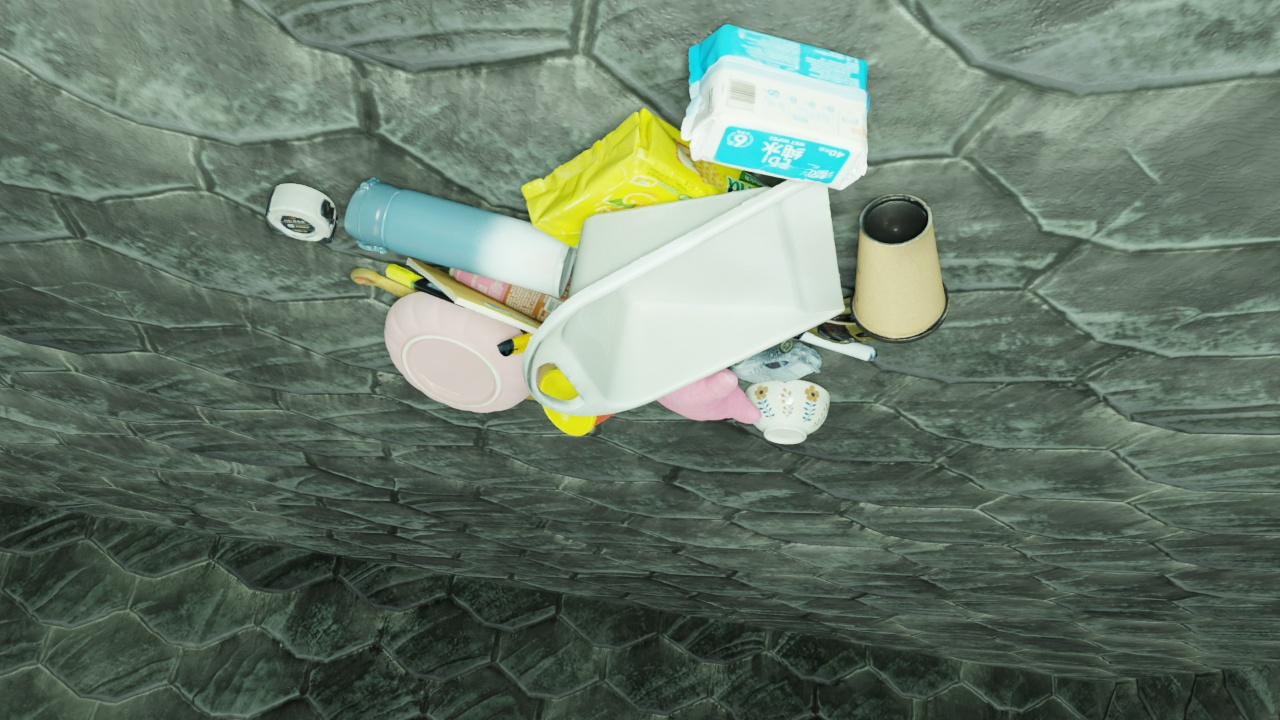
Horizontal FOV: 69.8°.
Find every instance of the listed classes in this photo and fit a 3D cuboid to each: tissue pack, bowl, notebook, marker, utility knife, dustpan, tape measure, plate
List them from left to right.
[{"bbox_3d":[-0.344,-0.149,0.931,0.065,0.033,0.066,10,157,-10],"label":"tape measure"},{"bbox_3d":[-0.235,-0.082,1.011,0.124,0.018,0.015,23,129,28],"label":"marker"},{"bbox_3d":[-0.215,0.001,1.075,0.192,0.038,0.193,11,139,10],"label":"plate"},{"bbox_3d":[-0.158,-0.060,0.967,0.145,0.010,0.206,23,-176,-31],"label":"notebook"},{"bbox_3d":[-0.081,-0.031,1.037,0.173,0.015,0.033,-16,162,-25],"label":"utility knife"},{"bbox_3d":[0.035,-0.031,0.790,0.258,0.142,0.223,0,155,17],"label":"dustpan"},{"bbox_3d":[0.100,-0.181,0.666,0.140,0.089,0.063,11,155,-7],"label":"tissue pack"},{"bbox_3d":[0.194,0.073,1.220,0.113,0.062,0.114,6,154,3],"label":"bowl"},{"bbox_3d":[0.215,-0.023,1.057,0.130,0.018,0.023,15,173,-15],"label":"marker"}]

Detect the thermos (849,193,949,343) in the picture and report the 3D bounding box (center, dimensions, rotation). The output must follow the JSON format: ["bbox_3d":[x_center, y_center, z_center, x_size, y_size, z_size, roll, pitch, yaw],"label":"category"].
[{"bbox_3d":[0.237,-0.082,0.849,0.093,0.092,0.143,-1,146,18],"label":"thermos"}]

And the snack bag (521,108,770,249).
[{"bbox_3d":[0.036,-0.128,0.825,0.246,0.068,0.158,25,150,-32],"label":"snack bag"}]

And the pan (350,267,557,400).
[{"bbox_3d":[-0.188,-0.028,1.132,0.357,0.078,0.198,16,157,-32],"label":"pan"}]

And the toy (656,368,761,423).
[{"bbox_3d":[0.052,0.026,1.141,0.179,0.074,0.194,12,164,27],"label":"toy"}]

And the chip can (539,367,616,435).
[{"bbox_3d":[-0.006,0.006,0.971,0.216,0.073,0.073,-28,-176,-43],"label":"chip can"}]

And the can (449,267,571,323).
[{"bbox_3d":[-0.119,-0.080,0.947,0.147,0.057,0.058,26,153,-4],"label":"can"}]

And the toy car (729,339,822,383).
[{"bbox_3d":[0.162,0.006,1.117,0.121,0.036,0.054,-12,149,42],"label":"toy car"}]

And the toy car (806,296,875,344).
[{"bbox_3d":[0.241,-0.046,0.976,0.158,0.042,0.070,-13,148,42],"label":"toy car"}]

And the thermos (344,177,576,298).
[{"bbox_3d":[-0.173,-0.118,0.884,0.220,0.070,0.070,15,156,3],"label":"thermos"}]

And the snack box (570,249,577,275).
[{"bbox_3d":[-0.035,-0.091,0.974,0.084,0.026,0.157,10,155,-4],"label":"snack box"}]
